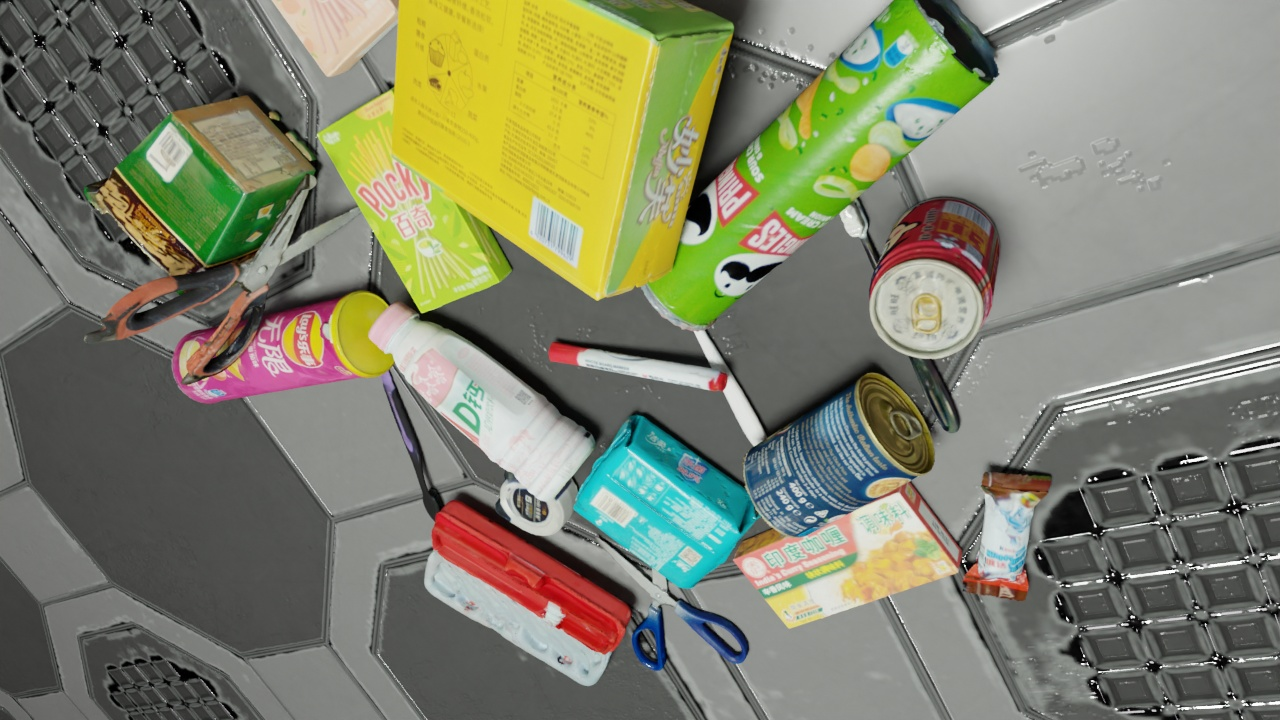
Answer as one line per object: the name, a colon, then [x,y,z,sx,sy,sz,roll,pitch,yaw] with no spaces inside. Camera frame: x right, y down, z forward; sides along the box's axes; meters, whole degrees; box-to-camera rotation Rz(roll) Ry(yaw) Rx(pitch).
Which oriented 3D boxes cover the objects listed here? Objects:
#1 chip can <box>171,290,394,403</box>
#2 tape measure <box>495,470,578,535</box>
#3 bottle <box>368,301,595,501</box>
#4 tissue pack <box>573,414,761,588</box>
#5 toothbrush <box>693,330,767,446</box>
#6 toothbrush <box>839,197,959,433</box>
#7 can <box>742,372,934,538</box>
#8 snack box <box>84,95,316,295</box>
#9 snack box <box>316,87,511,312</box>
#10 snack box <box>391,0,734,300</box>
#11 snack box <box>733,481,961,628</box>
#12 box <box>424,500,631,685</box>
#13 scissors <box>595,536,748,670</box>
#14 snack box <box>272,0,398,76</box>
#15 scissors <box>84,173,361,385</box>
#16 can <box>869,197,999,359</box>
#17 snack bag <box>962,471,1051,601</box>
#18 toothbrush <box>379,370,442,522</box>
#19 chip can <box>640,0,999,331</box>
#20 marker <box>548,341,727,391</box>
chip can: [-0.310,-0.007,0.794,0.211,0.071,0.071,-9,115,29]
tape measure: [-0.088,0.117,0.790,0.066,0.033,0.066,30,129,9]
bottle: [-0.129,0.028,0.735,0.197,0.068,0.068,40,127,0]
tissue pack: [0.021,0.114,0.727,0.133,0.050,0.093,37,126,0]
toothbrush: [0.049,-0.005,0.663,0.016,0.016,0.180,-17,111,39]
toothbrush: [0.170,-0.025,0.596,0.016,0.018,0.181,-20,110,29]
can: [0.133,0.068,0.631,0.075,0.075,0.111,46,127,-6]
snack box: [-0.324,-0.134,0.699,0.118,0.117,0.106,47,123,-4]
snack box: [-0.169,-0.118,0.690,0.086,0.026,0.156,-16,111,31]
snack box: [-0.059,-0.157,0.549,0.210,0.069,0.158,36,131,28]
snack box: [0.154,0.149,0.700,0.156,0.026,0.077,-32,101,35]
box: [-0.111,0.223,0.864,0.201,0.039,0.158,29,142,7]
scissors: [0.023,0.220,0.814,0.162,0.012,0.175,25,125,11]
snack box: [-0.230,-0.282,0.619,0.085,0.026,0.157,-26,106,34]
scissors: [-0.303,-0.056,0.697,0.015,0.224,0.189,50,151,14]
can: [0.171,-0.048,0.532,0.066,0.093,0.067,12,123,18]
snack bag: [0.254,0.123,0.639,0.048,0.026,0.104,5,122,9]
toothbrush: [-0.210,0.066,0.831,0.014,0.016,0.189,-7,113,18]
chip can: [0.094,-0.111,0.545,0.072,0.072,0.237,45,126,-5]
marker: [-0.004,0.004,0.683,0.145,0.017,0.017,10,123,27]
